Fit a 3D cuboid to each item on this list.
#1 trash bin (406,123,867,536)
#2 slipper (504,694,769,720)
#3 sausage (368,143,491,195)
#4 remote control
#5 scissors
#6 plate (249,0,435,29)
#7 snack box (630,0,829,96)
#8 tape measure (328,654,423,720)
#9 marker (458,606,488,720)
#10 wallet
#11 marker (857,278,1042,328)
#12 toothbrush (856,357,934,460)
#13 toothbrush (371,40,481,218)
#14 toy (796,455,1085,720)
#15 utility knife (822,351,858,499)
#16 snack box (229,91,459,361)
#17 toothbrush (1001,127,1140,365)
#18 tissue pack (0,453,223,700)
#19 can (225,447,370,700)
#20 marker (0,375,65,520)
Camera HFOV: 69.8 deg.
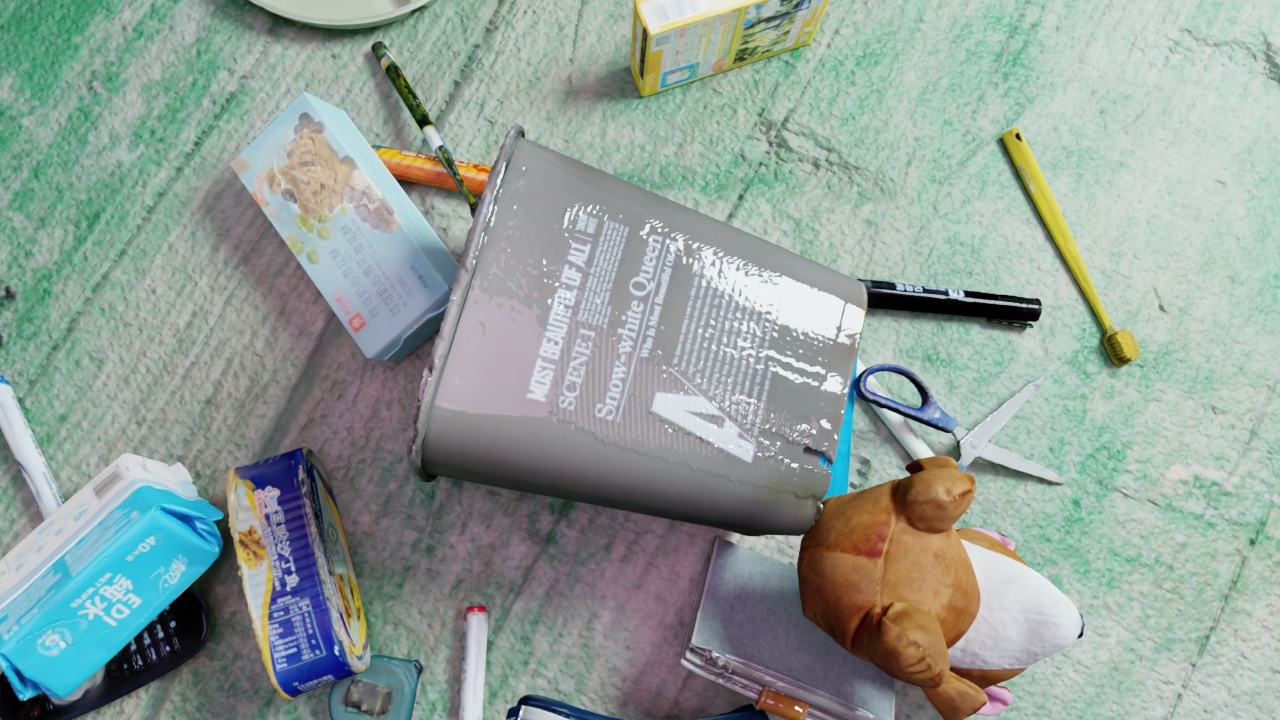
[{"bbox_3d":[-0.003,0.003,0.550,0.219,0.199,0.198,16,78,-5],"label":"trash bin"},{"bbox_3d":[0.040,0.251,0.548,0.253,0.105,0.095,21,57,-1],"label":"slipper"},{"bbox_3d":[-0.127,-0.131,0.652,0.165,0.021,0.021,11,78,0],"label":"sausage"},{"bbox_3d":[-0.334,0.187,0.578,0.136,0.024,0.053,-25,77,-5],"label":"remote control"},{"bbox_3d":[0.211,0.057,0.616,0.162,0.012,0.175,43,74,-5],"label":"scissors"},{"bbox_3d":[-0.221,-0.351,0.691,0.230,0.027,0.230,0,78,-2],"label":"plate"},{"bbox_3d":[0.063,-0.239,0.648,0.140,0.087,0.033,-18,80,-5],"label":"snack box"},{"bbox_3d":[-0.168,0.215,0.579,0.054,0.025,0.058,11,78,-1],"label":"tape measure"},{"bbox_3d":[-0.108,0.231,0.582,0.017,0.017,0.145,2,78,-2],"label":"marker"},{"bbox_3d":[0.094,0.176,0.573,0.130,0.037,0.106,22,39,2],"label":"wallet"},{"bbox_3d":[0.216,-0.041,0.649,0.132,0.020,0.022,6,107,-2],"label":"marker"},{"bbox_3d":[0.155,0.010,0.636,0.029,0.020,0.189,-27,79,-50],"label":"toothbrush"},{"bbox_3d":[-0.146,-0.161,0.642,0.012,0.017,0.185,-21,67,-29],"label":"toothbrush"},{"bbox_3d":[0.181,0.134,0.527,0.131,0.199,0.140,4,67,38],"label":"toy"},{"bbox_3d":[0.126,0.057,0.617,0.034,0.018,0.185,3,88,5],"label":"utility knife"},{"bbox_3d":[-0.192,-0.088,0.616,0.074,0.051,0.175,-39,82,11],"label":"snack box"},{"bbox_3d":[0.310,-0.085,0.661,0.015,0.017,0.190,-21,80,-7],"label":"toothbrush"},{"bbox_3d":[-0.321,0.125,0.550,0.139,0.063,0.090,-47,41,-18],"label":"tissue pack"},{"bbox_3d":[-0.212,0.129,0.569,0.049,0.075,0.148,-18,73,-7],"label":"can"},{"bbox_3d":[-0.397,0.074,0.603,0.017,0.017,0.145,-30,81,-8],"label":"marker"}]
